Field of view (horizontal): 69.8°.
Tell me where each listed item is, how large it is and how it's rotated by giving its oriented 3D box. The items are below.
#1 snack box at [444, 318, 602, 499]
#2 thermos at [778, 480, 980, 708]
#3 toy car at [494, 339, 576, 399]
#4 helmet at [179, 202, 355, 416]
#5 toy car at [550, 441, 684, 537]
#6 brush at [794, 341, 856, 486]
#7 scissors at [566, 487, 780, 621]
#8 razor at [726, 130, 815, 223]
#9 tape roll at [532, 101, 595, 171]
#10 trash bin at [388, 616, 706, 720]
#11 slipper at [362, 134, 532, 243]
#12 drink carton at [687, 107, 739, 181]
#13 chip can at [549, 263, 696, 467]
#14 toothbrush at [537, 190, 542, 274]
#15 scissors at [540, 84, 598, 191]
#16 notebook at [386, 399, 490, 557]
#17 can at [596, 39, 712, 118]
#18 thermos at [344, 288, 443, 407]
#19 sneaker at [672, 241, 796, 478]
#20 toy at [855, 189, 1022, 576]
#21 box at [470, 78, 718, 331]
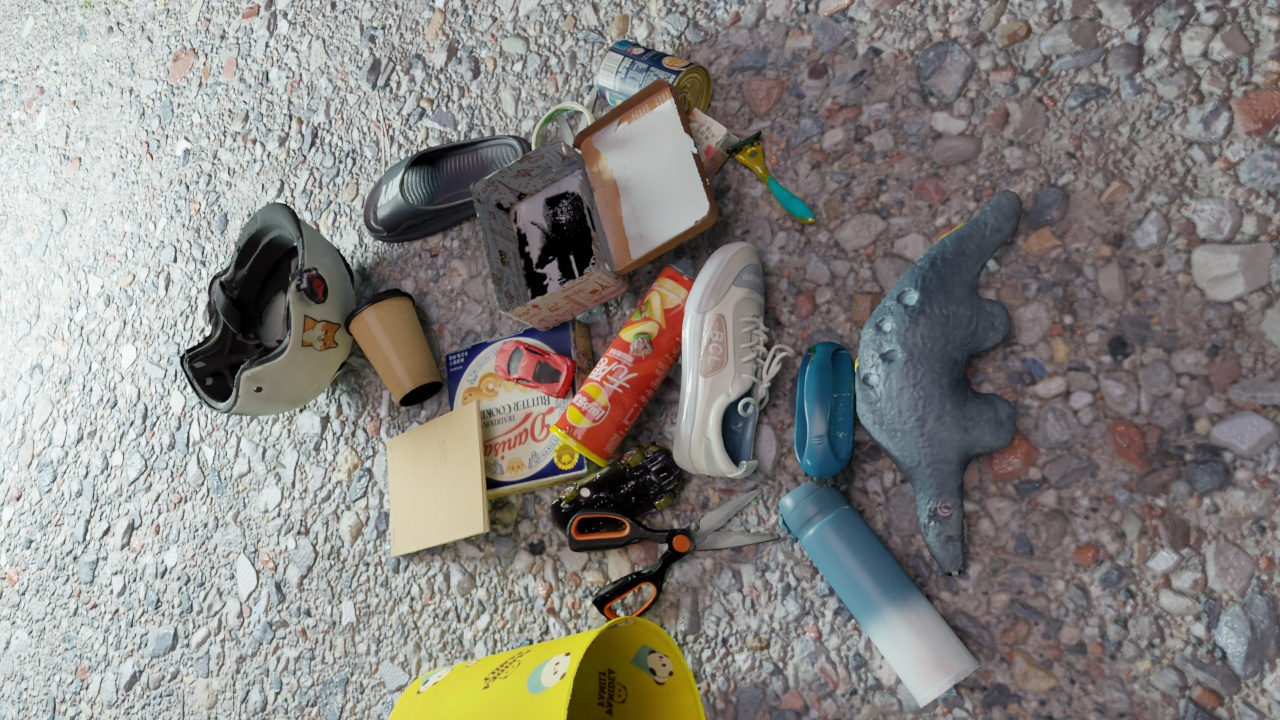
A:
[{"bbox_3d":[-0.136,0.058,1.062,0.178,0.045,0.182,-15,74,25],"label":"snack box"},{"bbox_3d":[0.210,0.204,0.838,0.070,0.070,0.220,-44,63,15],"label":"thermos"},{"bbox_3d":[-0.121,0.008,1.019,0.106,0.031,0.049,19,88,31],"label":"toy car"},{"bbox_3d":[-0.457,-0.049,1.193,0.230,0.156,0.273,2,72,41],"label":"helmet"},{"bbox_3d":[-0.027,0.142,0.981,0.158,0.042,0.070,-31,103,20],"label":"toy car"},{"bbox_3d":[0.172,0.042,0.858,0.055,0.073,0.143,-3,56,20],"label":"brush"},{"bbox_3d":[0.029,0.201,0.953,0.225,0.021,0.204,12,103,13],"label":"scissors"},{"bbox_3d":[0.142,-0.186,0.962,0.043,0.028,0.132,-29,62,-12],"label":"razor"},{"bbox_3d":[-0.092,-0.268,1.101,0.086,0.014,0.085,-9,71,28],"label":"tape roll"},{"bbox_3d":[-0.098,0.383,0.894,0.256,0.229,0.229,-18,73,31],"label":"trash bin"},{"bbox_3d":[-0.260,-0.230,1.161,0.269,0.083,0.110,-12,74,25],"label":"slipper"},{"bbox_3d":[0.048,-0.210,1.007,0.053,0.045,0.123,43,102,26],"label":"drink carton"},{"bbox_3d":[-0.006,0.006,0.961,0.073,0.073,0.216,34,86,29],"label":"chip can"},{"bbox_3d":[-0.120,-0.135,1.091,0.016,0.016,0.190,-10,83,29],"label":"toothbrush"},{"bbox_3d":[-0.077,-0.251,1.102,0.159,0.014,0.181,32,96,29],"label":"scissors"},{"bbox_3d":[-0.245,0.145,1.089,0.212,0.012,0.149,-23,69,44],"label":"notebook"},{"bbox_3d":[0.013,-0.308,1.027,0.111,0.075,0.075,30,96,30],"label":"can"},{"bbox_3d":[-0.305,-0.018,1.148,0.093,0.093,0.143,-36,75,19],"label":"thermos"},{"bbox_3d":[0.097,0.000,0.916,0.091,0.089,0.242,9,89,45],"label":"sneaker"},{"bbox_3d":[0.266,0.013,0.833,0.138,0.091,0.356,7,85,2],"label":"toy"},{"bbox_3d":[-0.046,-0.163,0.985,0.261,0.082,0.177,-25,67,23],"label":"box"}]
